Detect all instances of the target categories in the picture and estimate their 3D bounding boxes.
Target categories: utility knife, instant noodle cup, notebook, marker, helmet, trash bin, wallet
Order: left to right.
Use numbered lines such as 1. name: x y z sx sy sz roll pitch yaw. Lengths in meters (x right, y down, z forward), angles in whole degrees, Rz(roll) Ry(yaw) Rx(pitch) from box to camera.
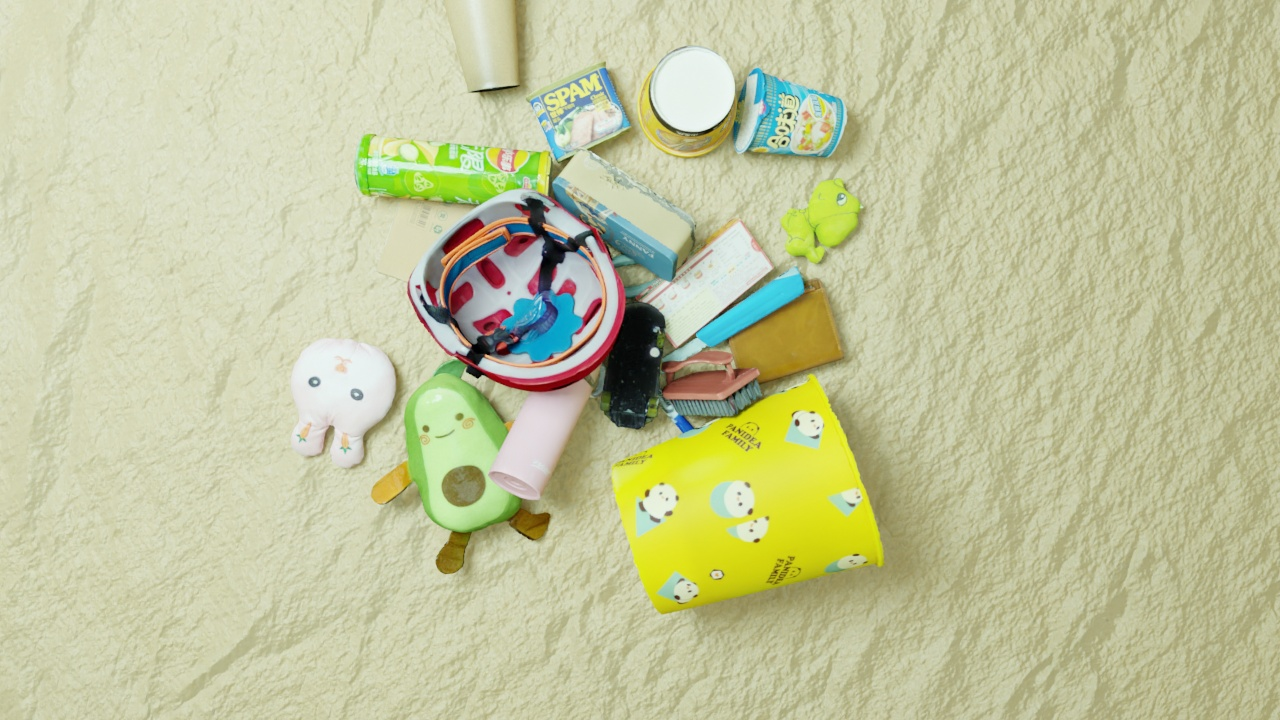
1. notebook: -0.195 -0.141 1.103 0.207 0.008 0.148 19 95 -5
2. helmet: -0.120 -0.057 1.024 0.240 0.144 0.206 42 80 18
3. marker: 0.018 0.039 1.130 0.017 0.017 0.146 -40 97 1
4. instant noodle cup: 0.056 -0.298 1.045 0.118 0.114 0.118 0 95 0
5. utility knife: 0.102 -0.042 1.105 0.218 0.018 0.034 -32 110 16
6. trash bin: 0.116 0.164 1.055 0.255 0.229 0.229 -19 97 4
7. wallet: 0.170 -0.039 1.120 0.131 0.035 0.119 -17 92 5
8. instant noodle cup: 0.176 -0.280 1.072 0.110 0.099 0.099 8 95 -13

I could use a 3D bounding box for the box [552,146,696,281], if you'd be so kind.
1. box: -0.012 -0.163 1.051 0.184 0.090 0.061 36 79 10

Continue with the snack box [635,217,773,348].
1. snack box: 0.078 -0.093 1.103 0.155 0.027 0.077 -39 109 -2

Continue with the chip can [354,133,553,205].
1. chip can: -0.213 -0.215 1.053 0.221 0.072 0.072 5 96 -4

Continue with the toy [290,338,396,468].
1. toy: -0.358 0.051 1.094 0.121 0.054 0.159 15 103 -5

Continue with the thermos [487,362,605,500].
1. thermos: -0.099 0.066 1.067 0.087 0.067 0.198 49 54 -36

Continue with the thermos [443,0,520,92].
1. thermos: -0.177 -0.381 1.042 0.093 0.093 0.143 -9 104 -3

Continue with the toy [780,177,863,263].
1. toy: 0.221 -0.168 1.113 0.100 0.031 0.097 -10 96 2

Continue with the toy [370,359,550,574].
1. toy: -0.208 0.126 1.091 0.226 0.090 0.247 -21 101 -11

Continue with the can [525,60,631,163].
1. can: -0.070 -0.288 1.071 0.102 0.057 0.083 -25 99 0

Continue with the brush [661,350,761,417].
1. brush: 0.072 0.025 1.071 0.063 0.146 0.069 -31 103 -28

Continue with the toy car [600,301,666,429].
1. toy car: -0.007 0.006 1.093 0.070 0.042 0.158 8 105 3

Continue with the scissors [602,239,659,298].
1. scissors: 0.020 -0.094 1.117 0.180 0.019 0.143 2 95 -6
